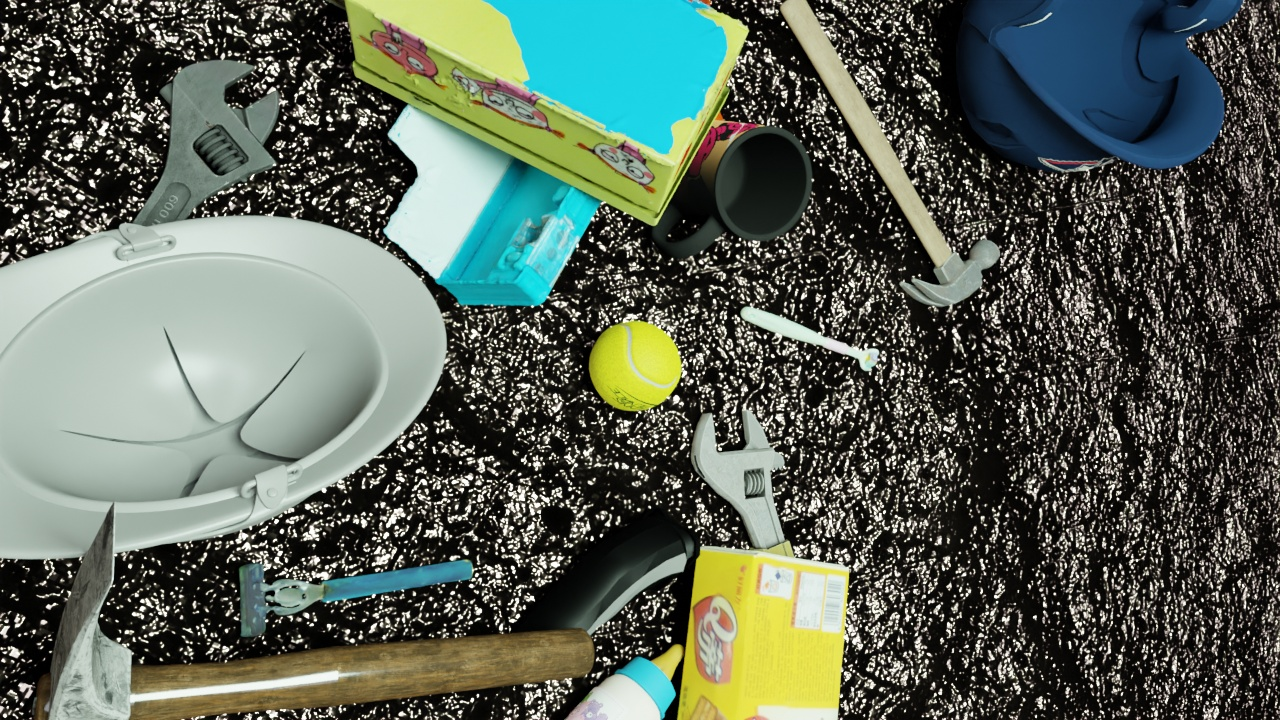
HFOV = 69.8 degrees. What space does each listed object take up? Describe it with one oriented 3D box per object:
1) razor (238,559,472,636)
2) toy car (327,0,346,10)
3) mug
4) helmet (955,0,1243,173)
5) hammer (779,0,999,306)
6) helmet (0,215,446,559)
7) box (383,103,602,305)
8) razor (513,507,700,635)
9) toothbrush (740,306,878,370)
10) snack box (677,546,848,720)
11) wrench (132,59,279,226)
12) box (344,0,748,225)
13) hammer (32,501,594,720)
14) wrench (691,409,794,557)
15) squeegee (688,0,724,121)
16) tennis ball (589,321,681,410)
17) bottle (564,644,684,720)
[{"bbox_3d":[-0.172,0.140,0.571,0.143,0.022,0.042,-1,85,-33],"label":"razor"},{"bbox_3d":[-0.184,-0.257,0.603,0.111,0.047,0.047,21,74,-32],"label":"toy car"},{"bbox_3d":[0.057,-0.126,0.697,0.118,0.098,0.082,-49,120,-4],"label":"mug"},{"bbox_3d":[0.421,-0.278,0.872,0.232,0.224,0.272,-5,56,-18],"label":"helmet"},{"bbox_3d":[0.229,-0.195,0.862,0.119,0.031,0.331,-42,106,-29],"label":"hammer"},{"bbox_3d":[-0.241,0.031,0.491,0.270,0.118,0.183,-23,67,-35],"label":"helmet"},{"bbox_3d":[-0.079,-0.160,0.614,0.121,0.098,0.226,45,62,-38],"label":"box"},{"bbox_3d":[-0.030,0.162,0.640,0.155,0.057,0.060,-27,129,-32],"label":"razor"},{"bbox_3d":[0.148,-0.020,0.795,0.154,0.015,0.022,18,106,-29],"label":"toothbrush"},{"bbox_3d":[0.084,0.256,0.657,0.110,0.062,0.230,17,75,-38],"label":"snack box"},{"bbox_3d":[-0.290,-0.062,0.529,0.073,0.018,0.272,32,69,-25],"label":"wrench"},{"bbox_3d":[-0.056,-0.191,0.573,0.221,0.081,0.124,26,69,-2],"label":"box"},{"bbox_3d":[-0.141,0.150,0.487,0.300,0.218,0.037,6,46,-33],"label":"hammer"},{"bbox_3d":[0.107,0.168,0.740,0.083,0.018,0.273,-19,93,-32],"label":"wrench"},{"bbox_3d":[0.030,-0.264,0.722,0.248,0.055,0.185,-67,138,-56],"label":"squeegee"},{"bbox_3d":[-0.004,0.004,0.667,0.065,0.066,0.065,5,81,-31],"label":"tennis ball"},{"bbox_3d":[-0.018,0.249,0.633,0.145,0.051,0.051,-40,104,-29],"label":"bottle"}]
